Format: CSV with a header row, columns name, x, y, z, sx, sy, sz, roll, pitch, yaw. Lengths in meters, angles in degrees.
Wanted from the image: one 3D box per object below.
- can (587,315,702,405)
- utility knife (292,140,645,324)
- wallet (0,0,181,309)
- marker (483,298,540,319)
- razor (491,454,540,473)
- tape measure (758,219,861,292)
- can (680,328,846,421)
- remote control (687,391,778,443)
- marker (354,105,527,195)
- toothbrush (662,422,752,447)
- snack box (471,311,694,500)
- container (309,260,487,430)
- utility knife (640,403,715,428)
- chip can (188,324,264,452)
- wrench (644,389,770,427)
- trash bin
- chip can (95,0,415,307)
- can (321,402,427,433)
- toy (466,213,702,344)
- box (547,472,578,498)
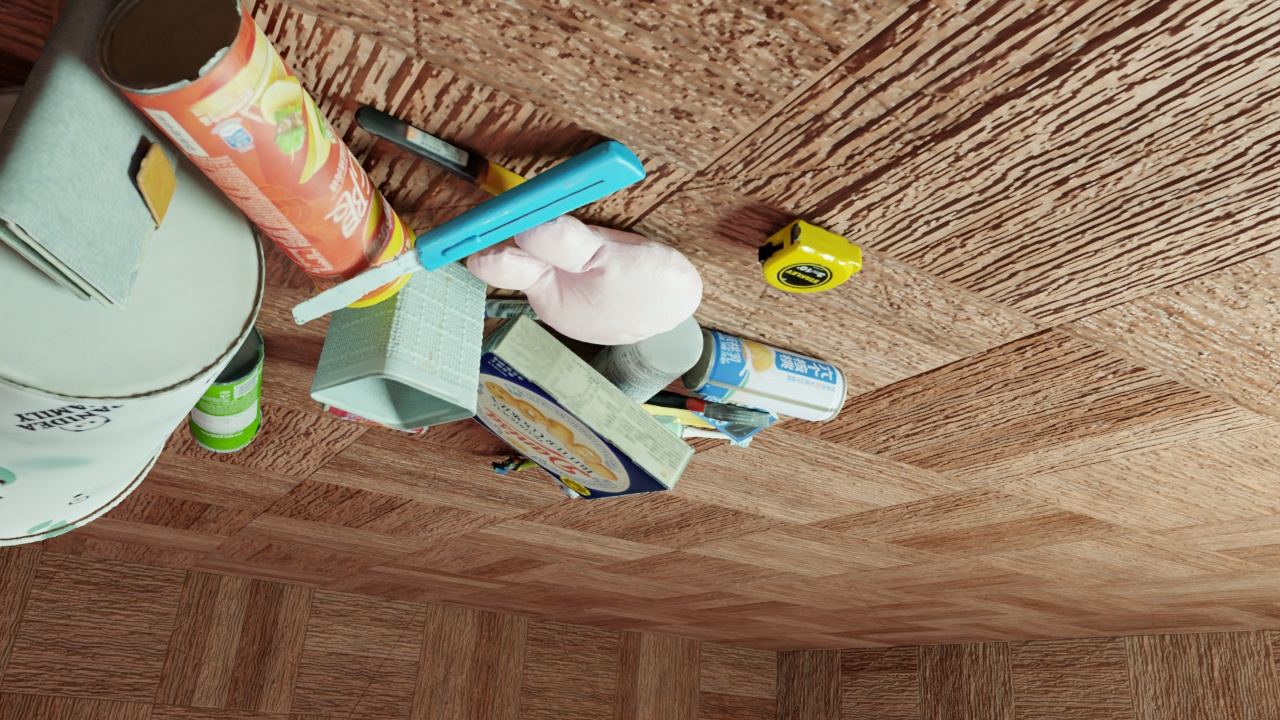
name,x,y,z,sx,sy,sz,roll,pitch,yaw
can,-0.004,0.004,0.759,0.058,0.058,0.147,12,157,-19
utility knife,-0.108,-0.071,0.542,0.234,0.018,0.034,-23,151,11
wallet,-0.260,-0.102,0.450,0.037,0.129,0.107,8,159,3
marker,-0.081,-0.040,0.720,0.146,0.016,0.017,2,158,5
razor,-0.112,0.132,1.143,0.142,0.022,0.043,6,-175,-12
tape measure,0.108,-0.068,0.597,0.060,0.028,0.057,16,154,-27
can,0.104,0.014,0.767,0.134,0.053,0.053,14,156,-23
remote control,0.088,0.045,0.872,0.049,0.024,0.125,-33,147,15
marker,-0.108,-0.116,0.535,0.123,0.018,0.015,22,148,-34
toothbrush,0.007,0.070,0.961,0.224,0.026,0.027,7,137,-6
snack box,-0.070,0.048,0.781,0.178,0.045,0.183,39,155,-13
container,-0.169,-0.019,0.662,0.090,0.111,0.090,-13,152,36
utility knife,0.015,0.051,0.893,0.201,0.021,0.031,14,140,-37
chip can,-0.395,0.026,0.871,0.072,0.072,0.237,12,157,-19
wrench,0.040,0.037,0.767,0.056,0.016,0.274,11,179,-16
trash bin,-0.371,-0.024,0.565,0.229,0.229,0.253,21,147,-36
chip can,-0.196,-0.106,0.505,0.073,0.073,0.217,0,158,10
can,-0.241,0.027,0.849,0.093,0.066,0.067,14,156,-23
toy,-0.034,-0.055,0.621,0.122,0.054,0.159,-21,149,35
box,-0.065,0.103,1.002,0.110,0.100,0.201,-35,176,-9
